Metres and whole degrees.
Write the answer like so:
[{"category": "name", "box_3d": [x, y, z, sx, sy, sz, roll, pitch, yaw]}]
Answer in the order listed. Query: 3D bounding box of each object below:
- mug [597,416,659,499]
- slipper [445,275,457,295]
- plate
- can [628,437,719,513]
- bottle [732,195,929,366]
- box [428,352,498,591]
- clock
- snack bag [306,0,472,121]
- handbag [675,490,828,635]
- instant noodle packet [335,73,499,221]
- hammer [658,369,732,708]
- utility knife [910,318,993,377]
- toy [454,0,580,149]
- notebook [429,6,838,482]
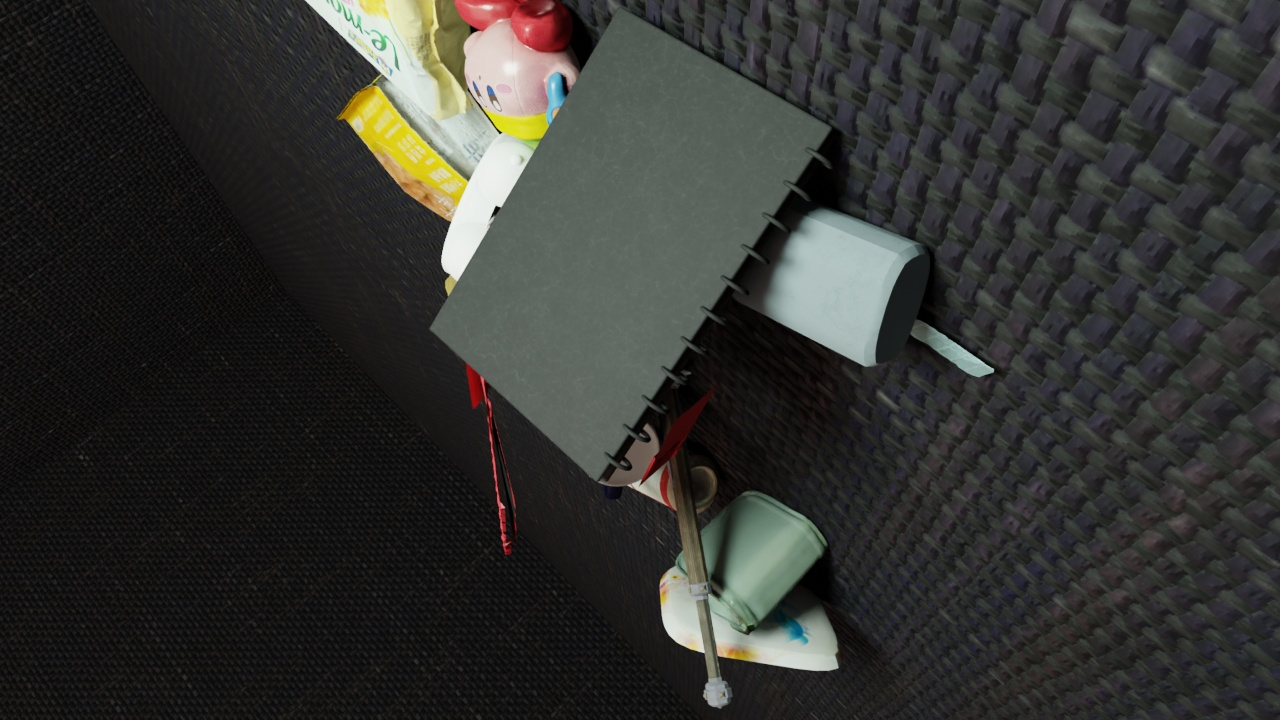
[{"category": "mug", "box_3d": [-0.027, 0.084, 0.925, 0.096, 0.078, 0.112, -109, 21, -67]}, {"category": "slipper", "box_3d": [-0.185, -0.063, 1.136, 0.099, 0.078, 0.263, 58, 176, -26]}, {"category": "plate", "box_3d": [0.115, 0.264, 0.973, 0.187, 0.016, 0.187, 10, -169, -3]}, {"category": "can", "box_3d": [0.020, 0.124, 1.053, 0.067, 0.067, 0.170, 57, 160, -24]}, {"category": "bottle", "box_3d": [0.085, -0.061, 0.541, 0.161, 0.046, 0.072, 32, 125, 36]}, {"category": "box", "box_3d": [-0.085, 0.013, 0.701, 0.124, 0.314, 0.211, 27, 159, 2]}, {"category": "clock", "box_3d": [-0.102, -0.113, 0.739, 0.073, 0.125, 0.161, 25, -172, -5]}, {"category": "snack bag", "box_3d": [-0.219, -0.316, 0.710, 0.247, 0.068, 0.160, 44, 162, 13]}, {"category": "handbag", "box_3d": [0.111, 0.203, 0.919, 0.106, 0.121, 0.067, 20, 147, 56]}, {"category": "instant noodle packet", "box_3d": [-0.174, -0.182, 0.883, 0.221, 0.084, 0.163, 49, 162, -21]}, {"category": "hammer", "box_3d": [0.046, 0.162, 0.867, 0.147, 0.028, 0.316, 116, 147, -72]}, {"category": "utility knife", "box_3d": [0.123, -0.051, 0.558, 0.209, 0.015, 0.031, 38, 158, 26]}, {"category": "toy", "box_3d": [-0.063, -0.186, 0.636, 0.124, 0.096, 0.132, 27, 134, 35]}, {"category": "notebook", "box_3d": [-0.013, -0.067, 0.535, 0.169, 0.232, 0.019, 39, -167, 26]}]
